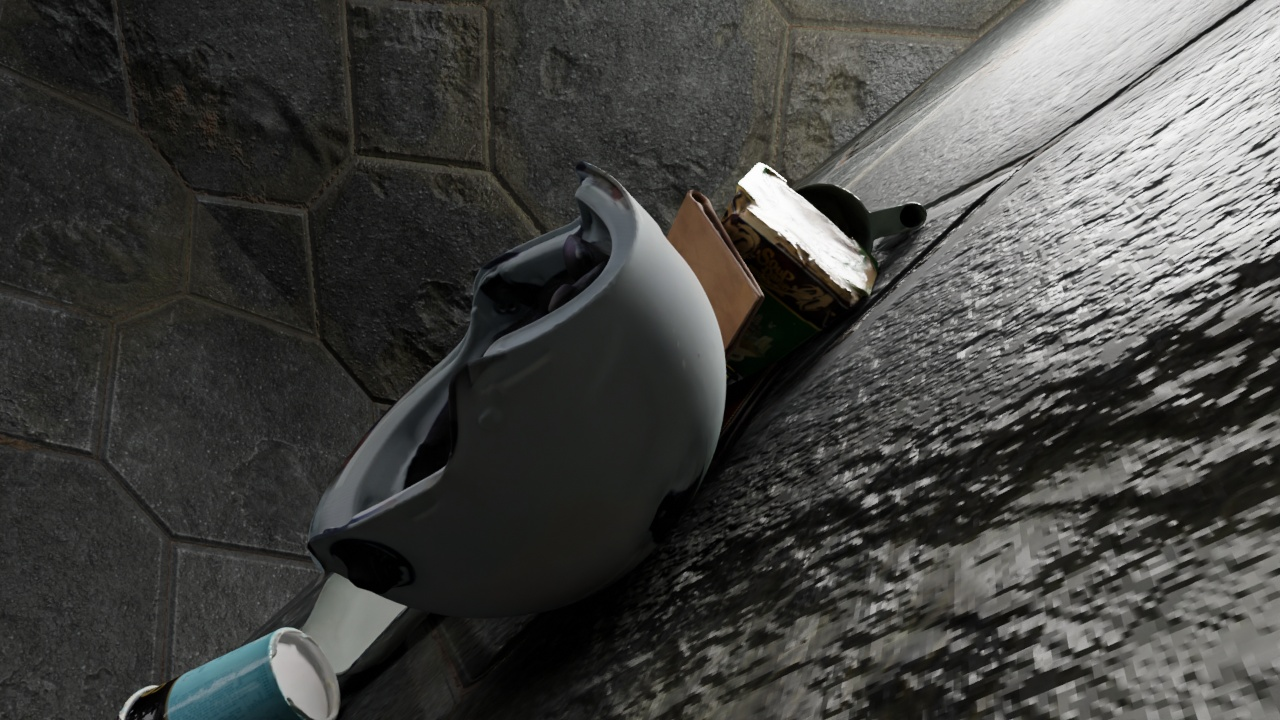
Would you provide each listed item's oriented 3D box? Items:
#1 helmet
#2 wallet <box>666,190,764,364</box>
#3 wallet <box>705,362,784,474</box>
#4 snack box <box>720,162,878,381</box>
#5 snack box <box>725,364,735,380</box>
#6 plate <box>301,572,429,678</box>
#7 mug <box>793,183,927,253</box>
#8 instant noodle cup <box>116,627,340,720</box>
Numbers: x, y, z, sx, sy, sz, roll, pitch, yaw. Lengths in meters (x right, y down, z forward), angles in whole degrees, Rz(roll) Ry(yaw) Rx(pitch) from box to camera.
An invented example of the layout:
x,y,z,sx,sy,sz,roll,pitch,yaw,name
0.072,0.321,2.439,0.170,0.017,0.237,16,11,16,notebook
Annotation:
x,y,z,sx,sy,sz,roll,pitch,yaw,name
-0.051,0.040,0.486,0.259,0.146,0.228,-42,18,33,helmet
0.034,-0.038,0.596,0.020,0.115,0.101,5,-49,-29,wallet
0.034,0.048,0.584,0.097,0.020,0.122,-30,9,38,wallet
0.087,-0.058,0.659,0.106,0.118,0.117,-48,0,30,snack box
0.079,-0.021,0.786,0.087,0.034,0.140,-40,7,-4,snack box
-0.185,0.161,0.781,0.265,0.034,0.162,-49,28,-7,plate
0.159,-0.104,0.748,0.124,0.083,0.103,-12,7,5,mug
-0.289,0.257,0.663,0.120,0.111,0.111,-32,5,3,instant noodle cup
